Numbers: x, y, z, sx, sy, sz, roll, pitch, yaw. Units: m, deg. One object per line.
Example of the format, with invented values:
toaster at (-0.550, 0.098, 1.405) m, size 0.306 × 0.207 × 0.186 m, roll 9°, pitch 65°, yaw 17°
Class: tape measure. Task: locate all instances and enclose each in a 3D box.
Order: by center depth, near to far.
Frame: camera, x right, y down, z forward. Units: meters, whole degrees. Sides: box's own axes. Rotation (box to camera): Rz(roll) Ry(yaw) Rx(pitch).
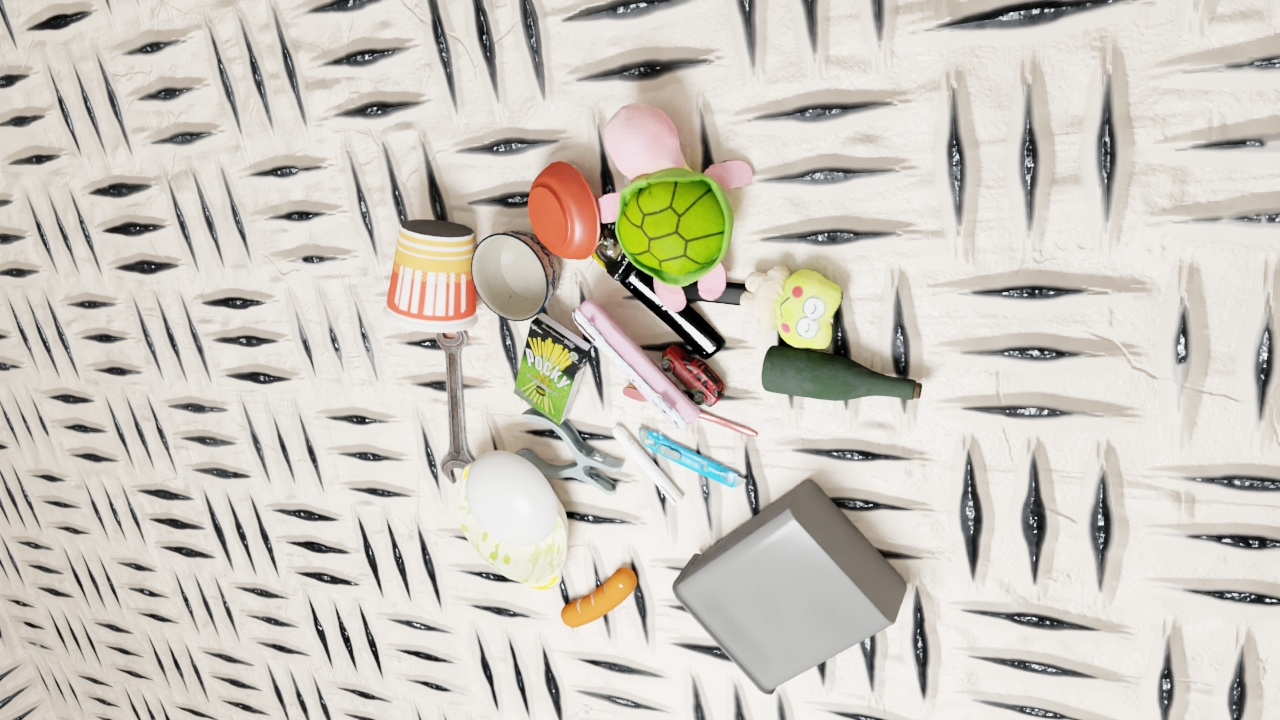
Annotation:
tape measure at (-0.030, -0.140, 1.106) m, size 0.062 × 0.038 × 0.067 m, roll 41°, pitch 126°, yaw 7°

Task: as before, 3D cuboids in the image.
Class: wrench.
wrench at (-0.273, 0.069, 1.355) m, size 0.070 × 0.010 × 0.274 m, roll 14°, pitch 118°, yaw 23°

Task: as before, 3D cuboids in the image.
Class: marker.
marker at (0.008, 0.140, 1.226) m, size 0.133 × 0.020 × 0.017 m, roll 49°, pitch 127°, yaw 1°

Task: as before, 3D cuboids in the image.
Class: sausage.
sausage at (-0.060, 0.353, 1.351) m, size 0.044 × 0.039 × 0.165 m, roll 49°, pitch 126°, yaw 1°

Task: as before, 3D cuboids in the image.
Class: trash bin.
trash bin at (0.183, 0.286, 1.151) m, size 0.192 × 0.097 × 0.220 m, roll 48°, pitch 125°, yaw 2°

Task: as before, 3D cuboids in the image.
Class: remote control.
remote control at (0.078, -0.082, 1.089) m, size 0.124 × 0.011 × 0.028 m, roll 8°, pitch 116°, yaw 26°
remote control at (0.037, -0.058, 1.103) m, size 0.152 × 0.020 × 0.041 m, roll 42°, pitch 125°, yaw -12°

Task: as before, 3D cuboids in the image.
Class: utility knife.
utility knife at (0.064, 0.128, 1.194) m, size 0.158 × 0.015 × 0.031 m, roll 22°, pitch 126°, yaw 17°

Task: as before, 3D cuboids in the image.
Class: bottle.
bottle at (0.226, 0.021, 1.030) m, size 0.174 × 0.055 × 0.055 m, roll 9°, pitch 116°, yaw 24°

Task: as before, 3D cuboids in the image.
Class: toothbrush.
toothbrush at (0.063, 0.064, 1.167) m, size 0.184 × 0.015 × 0.015 m, roll 19°, pitch 120°, yaw 17°

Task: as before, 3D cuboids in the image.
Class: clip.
clip at (-0.098, 0.107, 1.265) m, size 0.172 × 0.029 × 0.143 m, roll 15°, pitch 121°, yaw 21°

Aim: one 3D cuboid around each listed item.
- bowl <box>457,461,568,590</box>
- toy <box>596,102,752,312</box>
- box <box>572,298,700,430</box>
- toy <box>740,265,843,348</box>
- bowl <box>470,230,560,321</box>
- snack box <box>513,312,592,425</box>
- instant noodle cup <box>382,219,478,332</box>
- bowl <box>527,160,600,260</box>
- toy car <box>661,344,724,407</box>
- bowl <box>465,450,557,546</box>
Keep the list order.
bowl at (-0.176, 0.230, 1.346) m, size 0.189 × 0.060 × 0.219 m, roll -26°, pitch 99°, yaw 34°
toy at (0.032, -0.172, 1.027) m, size 0.190 × 0.087 × 0.238 m, roll -8°, pitch 108°, yaw 25°
box at (-0.008, 0.008, 1.130) m, size 0.044 × 0.086 × 0.202 m, roll -44°, pitch 84°, yaw 2°
toy at (0.167, -0.062, 1.028) m, size 0.115 × 0.046 × 0.092 m, roll 21°, pitch 119°, yaw 22°
bowl at (-0.152, -0.114, 1.173) m, size 0.116 × 0.059 × 0.116 m, roll 12°, pitch 117°, yaw 24°
snack box at (-0.118, 0.013, 1.212) m, size 0.080 × 0.025 × 0.148 m, roll 34°, pitch 138°, yaw 11°
instant noodle cup at (-0.272, -0.115, 1.209) m, size 0.123 × 0.123 × 0.121 m, roll 17°, pitch 112°, yaw 21°
bowl at (-0.099, -0.175, 1.103) m, size 0.122 × 0.035 × 0.122 m, roll 31°, pitch 133°, yaw 40°
toy car at (0.064, 0.017, 1.125) m, size 0.091 × 0.042 × 0.036 m, roll 42°, pitch 118°, yaw 5°
bowl at (-0.189, 0.201, 1.276) m, size 0.150 × 0.043 × 0.150 m, roll 12°, pitch 117°, yaw 24°
